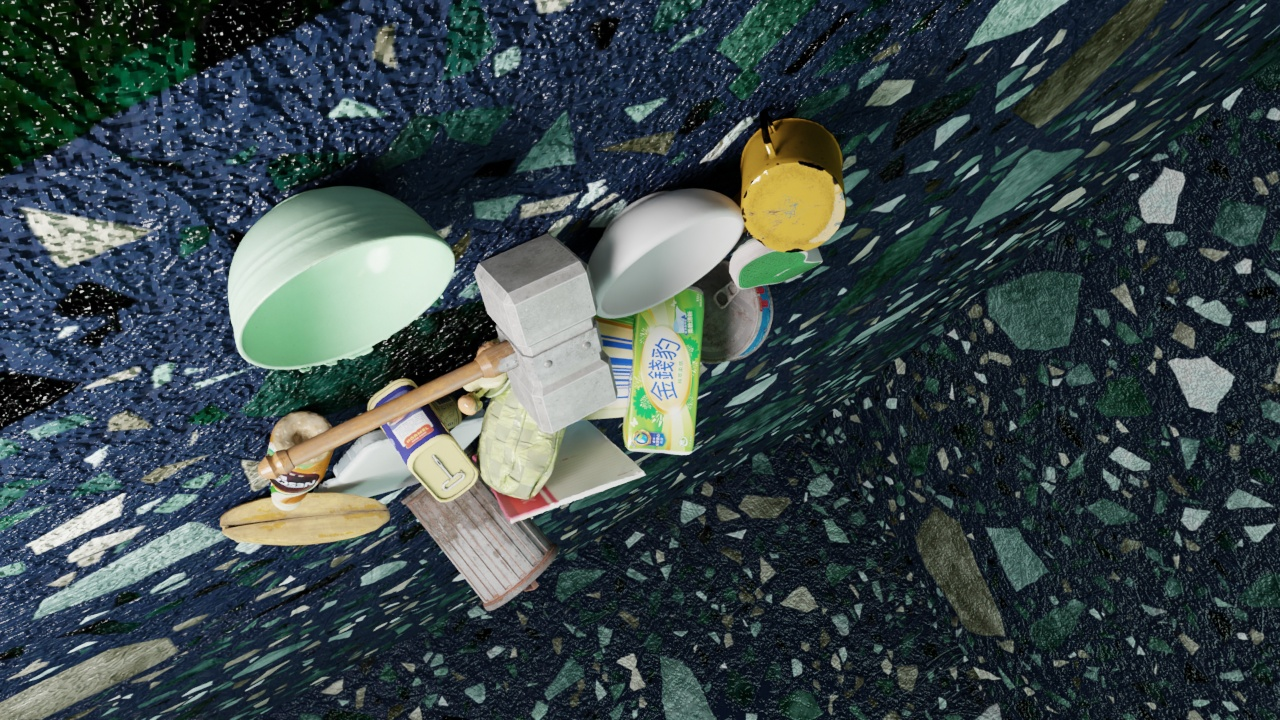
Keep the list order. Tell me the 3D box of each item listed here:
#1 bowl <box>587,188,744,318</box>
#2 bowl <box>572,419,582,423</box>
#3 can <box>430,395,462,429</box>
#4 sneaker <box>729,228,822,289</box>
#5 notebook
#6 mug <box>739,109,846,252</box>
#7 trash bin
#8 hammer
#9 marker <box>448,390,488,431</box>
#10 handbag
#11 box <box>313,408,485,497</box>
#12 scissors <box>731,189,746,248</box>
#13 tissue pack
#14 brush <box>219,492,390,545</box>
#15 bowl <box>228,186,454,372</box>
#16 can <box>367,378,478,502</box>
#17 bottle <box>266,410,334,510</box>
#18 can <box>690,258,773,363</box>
[{"bbox_3d":[0.014,-0.117,0.913,0.176,0.066,0.177,-29,166,-8],"label":"bowl"},{"bbox_3d":[-0.098,0.030,1.164,0.150,0.074,0.151,-30,166,-9],"label":"bowl"},{"bbox_3d":[-0.250,0.070,1.059,0.079,0.038,0.038,-22,163,-33],"label":"can"},{"bbox_3d":[0.140,-0.132,1.011,0.084,0.079,0.235,-26,175,21],"label":"sneaker"},{"bbox_3d":[-0.100,0.121,1.049,0.153,0.012,0.209,-18,-162,-16],"label":"notebook"},{"bbox_3d":[0.139,-0.174,0.870,0.101,0.124,0.093,-19,-147,21],"label":"mug"},{"bbox_3d":[-0.218,0.238,1.280,0.131,0.211,0.131,-38,-176,3],"label":"trash bin"},{"bbox_3d":[-0.184,0.027,0.817,0.317,0.083,0.163,-27,130,-18],"label":"hammer"},{"bbox_3d":[-0.231,0.078,1.103,0.123,0.017,0.021,-43,-162,-19],"label":"marker"},{"bbox_3d":[-0.137,0.047,0.973,0.116,0.186,0.113,19,176,-27],"label":"handbag"},{"bbox_3d":[-0.309,0.130,1.163,0.189,0.037,0.208,-44,161,29],"label":"box"},{"bbox_3d":[0.093,-0.157,1.044,0.224,0.016,0.217,-18,160,-42],"label":"scissors"},{"bbox_3d":[-0.006,0.006,1.070,0.141,0.197,0.120,4,175,-3],"label":"tissue pack"},{"bbox_3d":[-0.389,0.186,1.071,0.195,0.059,0.043,3,161,-40],"label":"brush"},{"bbox_3d":[-0.208,-0.064,0.615,0.150,0.077,0.151,-29,165,-9],"label":"bowl"},{"bbox_3d":[-0.229,0.088,0.977,0.056,0.092,0.116,-37,146,-11],"label":"can"},{"bbox_3d":[-0.354,0.110,0.940,0.059,0.059,0.168,-21,163,-35],"label":"bottle"},{"bbox_3d":[0.096,-0.062,1.138,0.130,0.130,0.044,-39,164,29],"label":"can"}]
